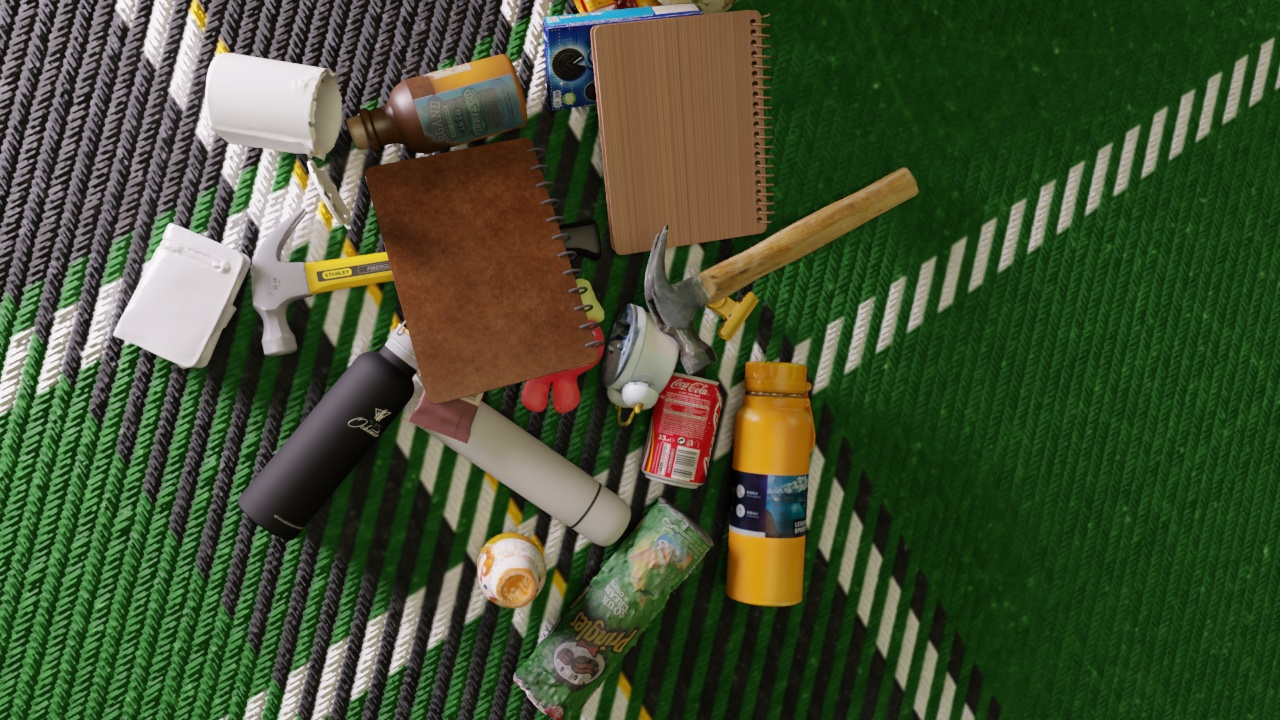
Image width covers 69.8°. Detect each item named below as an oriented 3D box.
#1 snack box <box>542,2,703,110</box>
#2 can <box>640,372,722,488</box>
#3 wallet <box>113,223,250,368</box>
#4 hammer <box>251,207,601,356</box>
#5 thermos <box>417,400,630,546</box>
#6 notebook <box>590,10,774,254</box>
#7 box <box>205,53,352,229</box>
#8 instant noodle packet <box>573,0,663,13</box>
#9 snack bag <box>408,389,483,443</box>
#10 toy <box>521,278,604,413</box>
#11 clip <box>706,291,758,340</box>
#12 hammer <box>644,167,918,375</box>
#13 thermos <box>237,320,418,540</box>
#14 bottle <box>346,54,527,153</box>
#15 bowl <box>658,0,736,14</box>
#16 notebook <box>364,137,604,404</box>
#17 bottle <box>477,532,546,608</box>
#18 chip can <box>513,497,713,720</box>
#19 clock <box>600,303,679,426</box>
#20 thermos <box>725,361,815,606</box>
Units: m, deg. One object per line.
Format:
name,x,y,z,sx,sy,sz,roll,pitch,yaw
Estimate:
snack box,-0.016,-0.289,0.869,0.150,0.027,0.082,-12,136,-11
can,0.041,0.067,0.891,0.064,0.064,0.104,13,88,-12
wallet,-0.405,-0.057,0.818,0.086,0.032,0.116,27,88,0
hammer,-0.196,-0.094,0.861,0.323,0.029,0.127,-11,93,-12
thermos,-0.108,0.099,0.867,0.224,0.052,0.052,36,84,-10
notebook,0.046,-0.216,0.875,0.169,0.022,0.211,-10,113,-12
box,-0.308,-0.188,0.797,0.137,0.083,0.143,7,80,0
instant noodle packet,-0.024,-0.373,0.885,0.098,0.040,0.135,-26,95,-9
snack bag,-0.157,-0.007,0.836,0.057,0.013,0.157,22,71,-15
toy,-0.080,-0.015,0.875,0.091,0.045,0.135,12,82,-10
clip,0.087,-0.052,0.918,0.049,0.044,0.054,40,84,-35
hammer,0.146,-0.116,0.894,0.329,0.033,0.132,-29,87,-23
thermos,-0.262,0.052,0.830,0.061,0.061,0.231,40,83,-10
bottle,-0.187,-0.227,0.839,0.157,0.068,0.068,-19,94,-11
bowl,0.057,-0.406,0.867,0.145,0.063,0.145,6,78,-29
notebook,-0.140,-0.085,0.837,0.167,0.024,0.225,-15,81,-16
bottle,-0.116,0.195,0.838,0.063,0.109,0.063,0,90,-13
chip can,-0.023,0.236,0.877,0.075,0.075,0.223,41,83,-9
clock,-0.005,0.005,0.873,0.057,0.083,0.117,17,86,-18
thermos,0.130,0.118,0.912,0.076,0.091,0.232,3,90,19
